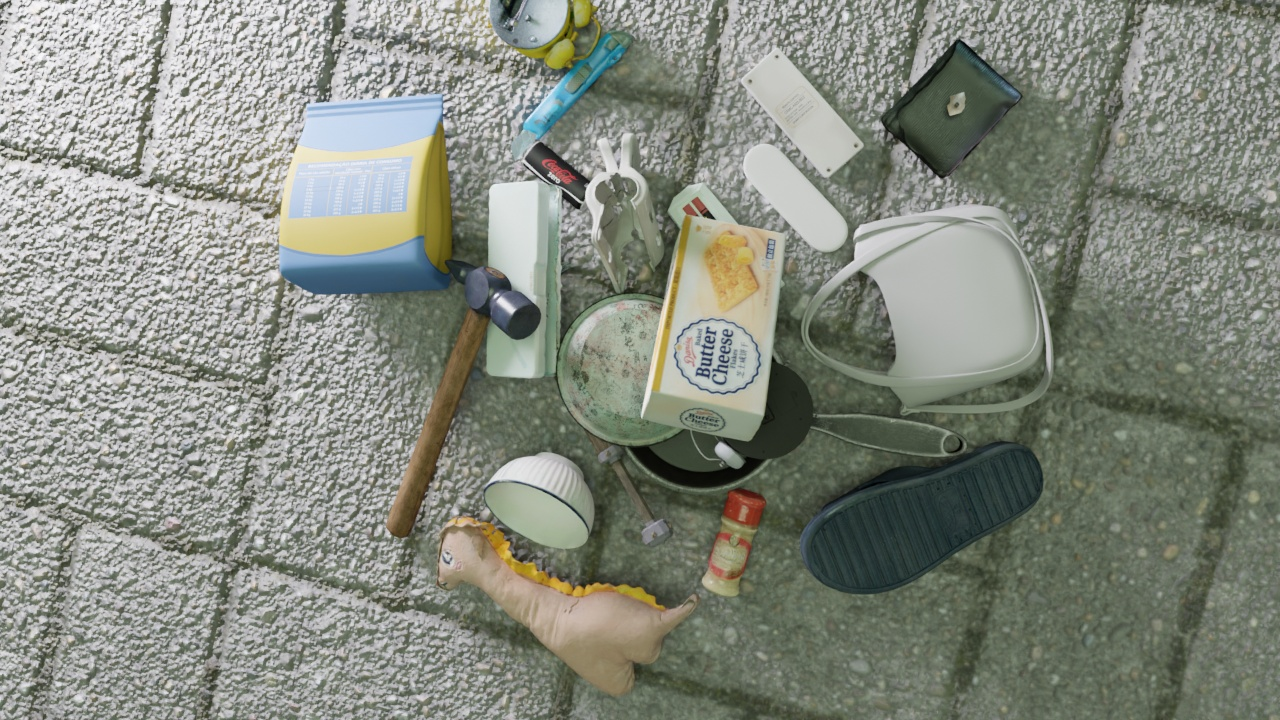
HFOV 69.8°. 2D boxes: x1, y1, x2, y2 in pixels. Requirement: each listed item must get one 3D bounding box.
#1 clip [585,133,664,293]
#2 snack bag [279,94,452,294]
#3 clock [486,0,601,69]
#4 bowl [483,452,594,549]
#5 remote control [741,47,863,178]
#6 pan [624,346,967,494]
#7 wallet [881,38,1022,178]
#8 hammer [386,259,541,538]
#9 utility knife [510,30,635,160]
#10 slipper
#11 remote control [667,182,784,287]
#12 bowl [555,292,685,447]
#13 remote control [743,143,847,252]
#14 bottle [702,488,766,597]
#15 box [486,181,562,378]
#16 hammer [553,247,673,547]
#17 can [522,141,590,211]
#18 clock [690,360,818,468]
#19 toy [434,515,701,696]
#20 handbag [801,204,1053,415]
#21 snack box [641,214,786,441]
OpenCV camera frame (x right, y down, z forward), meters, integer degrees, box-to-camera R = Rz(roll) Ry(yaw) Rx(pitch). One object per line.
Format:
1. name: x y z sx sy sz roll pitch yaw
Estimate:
1. clip: -0.005 -0.154 0.918 0.097 0.126 0.152 7 69 11
2. snack bag: -0.282 -0.178 0.961 0.159 0.102 0.205 -2 80 7
3. clock: -0.098 -0.350 0.944 0.119 0.057 0.083 25 95 5
4. bowl: -0.097 0.137 0.955 0.118 0.118 0.062 21 53 5
5. remote control: 0.166 -0.253 0.939 0.050 0.011 0.136 -41 87 7
6. pan: 0.145 0.056 0.935 0.357 0.055 0.187 9 94 6
7. wallet: 0.309 -0.249 0.914 0.089 0.026 0.115 44 97 3
8. hammer: -0.206 0.051 0.954 0.129 0.040 0.322 39 114 35
9. utility knife: -0.076 -0.281 0.967 0.031 0.015 0.179 45 98 8
10. slipper: 0.274 0.153 0.919 0.263 0.082 0.101 -20 92 -12
11. remote control: 0.086 -0.119 0.949 0.049 0.024 0.143 -39 88 7
12. bowl: -0.006 0.005 0.904 0.157 0.038 0.157 0 80 -2
13. remote control: 0.159 -0.167 0.944 0.043 0.013 0.136 -43 87 7
14. bottle: 0.097 0.189 0.954 0.044 0.044 0.109 17 95 6
15. box: -0.122 -0.081 0.933 0.083 0.066 0.199 0 92 7
16. hammer: -0.060 0.052 0.944 0.147 0.028 0.316 -35 76 16
17. can: -0.084 -0.193 0.962 0.080 0.031 0.031 39 96 4
18. clock: 0.107 0.054 0.891 0.122 0.035 0.094 -27 85 -4
19. toy: -0.088 0.235 0.966 0.264 0.065 0.196 41 107 5
20. handbag: 0.271 -0.037 0.903 0.223 0.095 0.216 -15 91 17
21. snack box: 0.071 -0.034 0.860 0.104 0.058 0.207 12 59 0
